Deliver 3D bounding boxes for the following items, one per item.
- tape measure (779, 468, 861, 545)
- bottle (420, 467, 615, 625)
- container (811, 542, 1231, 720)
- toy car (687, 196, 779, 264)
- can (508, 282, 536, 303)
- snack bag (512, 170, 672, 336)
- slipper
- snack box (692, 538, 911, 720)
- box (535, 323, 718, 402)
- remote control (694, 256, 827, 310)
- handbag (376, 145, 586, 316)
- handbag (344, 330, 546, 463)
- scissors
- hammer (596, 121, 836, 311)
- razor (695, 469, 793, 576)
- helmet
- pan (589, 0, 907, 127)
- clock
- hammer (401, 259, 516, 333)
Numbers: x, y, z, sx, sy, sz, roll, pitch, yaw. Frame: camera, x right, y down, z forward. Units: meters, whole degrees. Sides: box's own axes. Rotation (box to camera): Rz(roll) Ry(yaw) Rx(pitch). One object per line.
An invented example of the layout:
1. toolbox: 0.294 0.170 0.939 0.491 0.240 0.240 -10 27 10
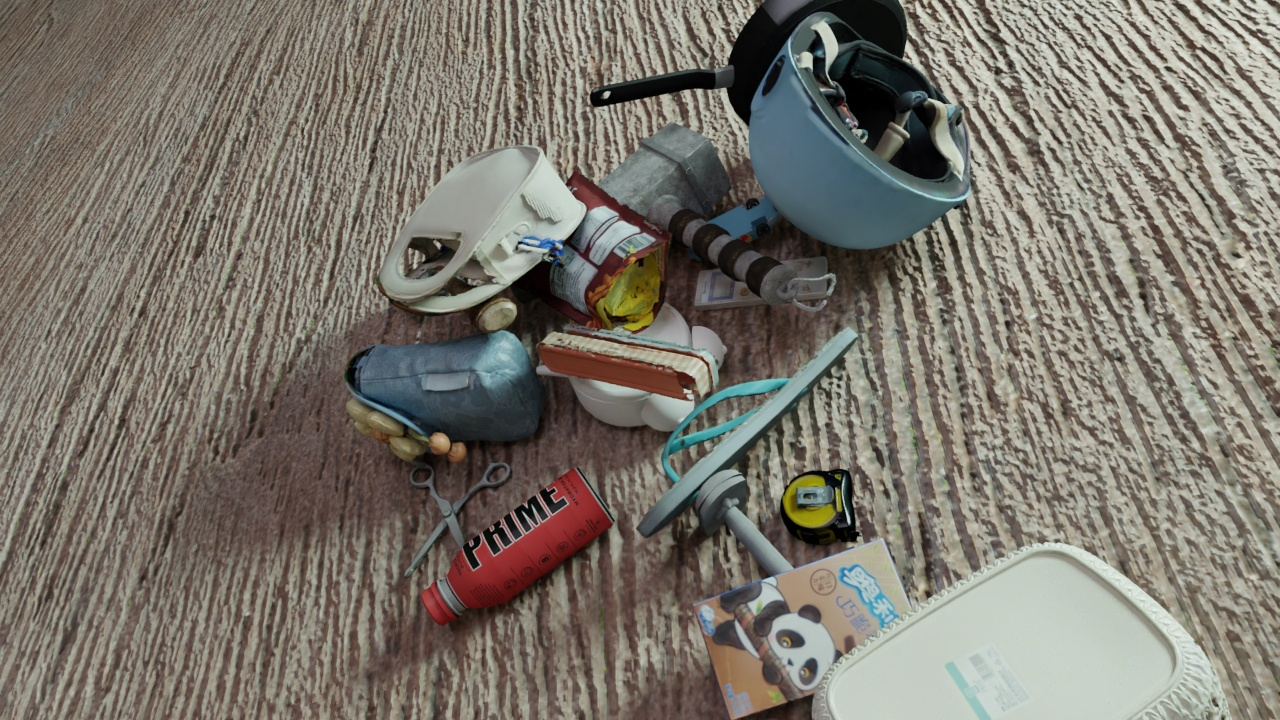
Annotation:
1. tape measure: 0.145 0.120 0.754 0.061 0.034 0.061 -13 47 16
2. bottle: -0.110 0.168 0.806 0.176 0.062 0.062 -35 47 -7
3. container: 0.225 0.228 0.554 0.246 0.143 0.184 -31 33 -4
4. toy car: 0.102 -0.136 0.990 0.108 0.027 0.060 -25 42 13
5. can: -0.113 -0.117 1.027 0.075 0.090 0.089 -19 47 8
6. snack bag: -0.057 -0.107 0.904 0.208 0.066 0.139 37 99 44
7. slipper: 0.083 0.053 0.797 0.268 0.098 0.055 -39 74 -22
8. snack box: 0.123 0.197 0.676 0.151 0.034 0.087 -21 73 7
9. box: -0.017 0.004 0.802 0.187 0.056 0.059 10 89 40
10. remote control: 0.124 -0.079 0.946 0.136 0.011 0.050 -5 51 20
11. handbag: -0.163 -0.114 0.909 0.199 0.093 0.201 -50 35 -19
12. handbag: -0.196 0.044 0.913 0.192 0.122 0.118 -3 50 15
13. scissors: -0.193 0.140 0.899 0.141 0.014 0.175 -40 46 -16
14. hammer: 0.066 -0.120 0.920 0.177 0.079 0.326 -42 43 -6
15. razor: 0.095 0.150 0.735 0.047 0.088 0.116 -38 67 -10
16. helmet: 0.204 -0.202 0.889 0.167 0.225 0.264 -53 11 35
17. pan: 0.122 -0.302 0.974 0.355 0.204 0.044 -15 55 -13
18. clock: -0.005 0.005 0.901 0.161 0.073 0.125 19 61 27
19. hammer: -0.189 -0.074 0.981 0.121 0.049 0.319 -34 24 -12
